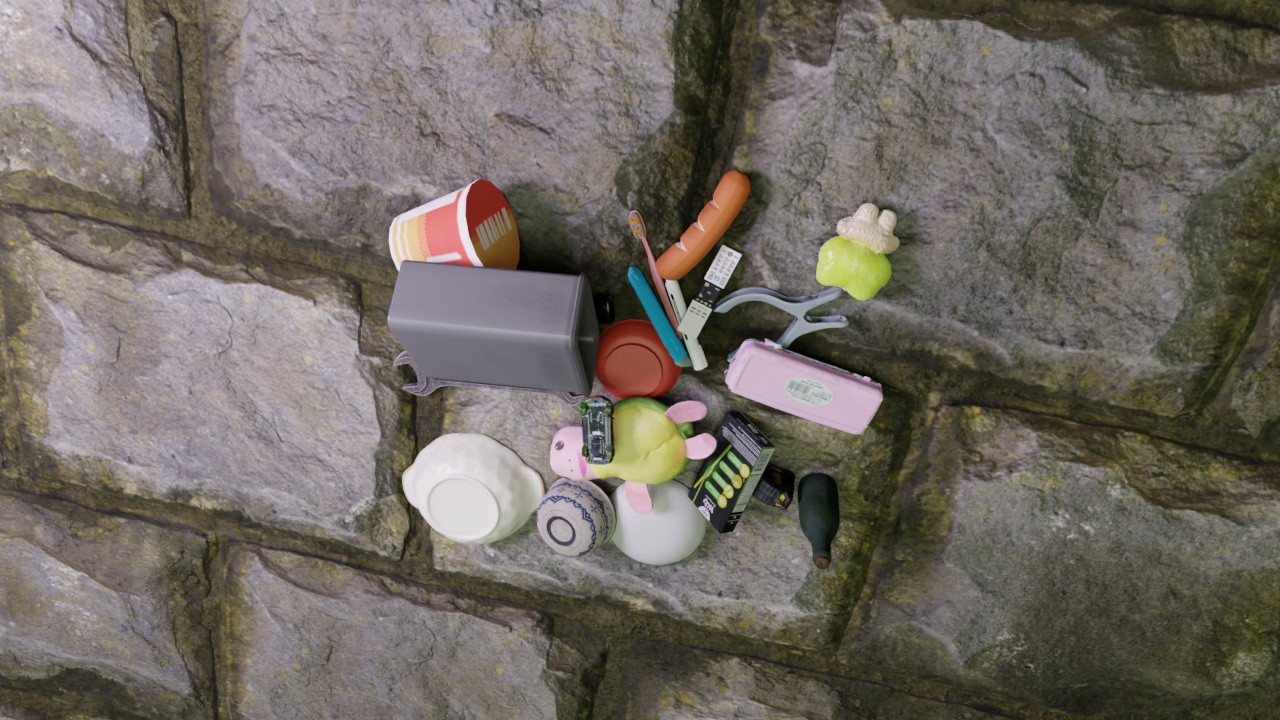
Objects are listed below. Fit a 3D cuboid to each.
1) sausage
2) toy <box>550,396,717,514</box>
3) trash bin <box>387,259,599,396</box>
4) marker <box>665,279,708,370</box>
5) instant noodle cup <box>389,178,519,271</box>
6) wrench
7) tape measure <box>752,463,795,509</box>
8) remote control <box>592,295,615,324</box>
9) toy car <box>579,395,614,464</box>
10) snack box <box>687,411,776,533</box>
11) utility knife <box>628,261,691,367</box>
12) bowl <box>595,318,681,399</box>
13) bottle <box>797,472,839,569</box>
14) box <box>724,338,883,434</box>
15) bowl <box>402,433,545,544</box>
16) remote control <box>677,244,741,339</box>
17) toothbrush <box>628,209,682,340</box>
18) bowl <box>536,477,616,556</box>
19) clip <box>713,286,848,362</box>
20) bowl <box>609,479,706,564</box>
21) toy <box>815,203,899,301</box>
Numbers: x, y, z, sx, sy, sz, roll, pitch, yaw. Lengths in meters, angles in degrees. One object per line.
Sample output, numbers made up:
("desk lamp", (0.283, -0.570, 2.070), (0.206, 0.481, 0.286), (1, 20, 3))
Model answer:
("sausage", (0.079, -0.162, 1.129), (0.044, 0.039, 0.165), (35, 115, -11))
("toy", (-0.013, 0.116, 1.246), (0.239, 0.087, 0.190), (-17, 115, 19))
("trash bin", (-0.171, -0.038, 1.130), (0.220, 0.097, 0.192), (6, 158, 5))
("marker", (0.060, -0.048, 1.196), (0.020, 0.017, 0.133), (-6, 115, 32))
("instant noodle cup", (-0.235, -0.150, 1.147), (0.121, 0.123, 0.123), (-10, 113, 21))
("wrench", (-0.211, 0.027, 1.279), (0.273, 0.010, 0.070), (5, 115, 6))
("tape measure", (0.176, 0.172, 1.252), (0.062, 0.067, 0.038), (27, 116, -4))
("remote control", (-0.109, -0.065, 1.214), (0.152, 0.020, 0.041), (-1, 116, 12))
("toy car", (-0.053, 0.089, 1.184), (0.042, 0.036, 0.091), (-1, 103, 12))
("snack box", (0.122, 0.152, 1.247), (0.025, 0.080, 0.148), (-1, 124, -38))
("utility knife", (0.023, -0.057, 1.189), (0.015, 0.031, 0.158), (-18, 105, 40))
("bowl", (-0.007, 0.007, 1.223), (0.122, 0.035, 0.122), (4, 115, 7))
("bottle", (0.235, 0.214, 1.203), (0.055, 0.173, 0.055), (3, 115, 7))
("box", (0.211, 0.030, 1.183), (0.202, 0.044, 0.087), (19, 119, -10))
("bowl", (-0.252, 0.201, 1.339), (0.219, 0.060, 0.189), (-1, 115, 9))
("remote control", (0.087, -0.087, 1.167), (0.028, 0.011, 0.124), (27, 106, -5))
("toothbrush", (0.022, -0.106, 1.179), (0.015, 0.015, 0.184), (-13, 114, 21))
("bowl", (-0.099, 0.229, 1.310), (0.116, 0.059, 0.116), (10, 114, 24))
("clip", (0.168, -0.076, 1.161), (0.172, 0.029, 0.143), (-22, 112, 17))
("bowl", (0.019, 0.241, 1.323), (0.149, 0.043, 0.150), (4, 115, 7))
("toy", (0.267, -0.133, 1.110), (0.092, 0.046, 0.115), (22, 109, -2))
